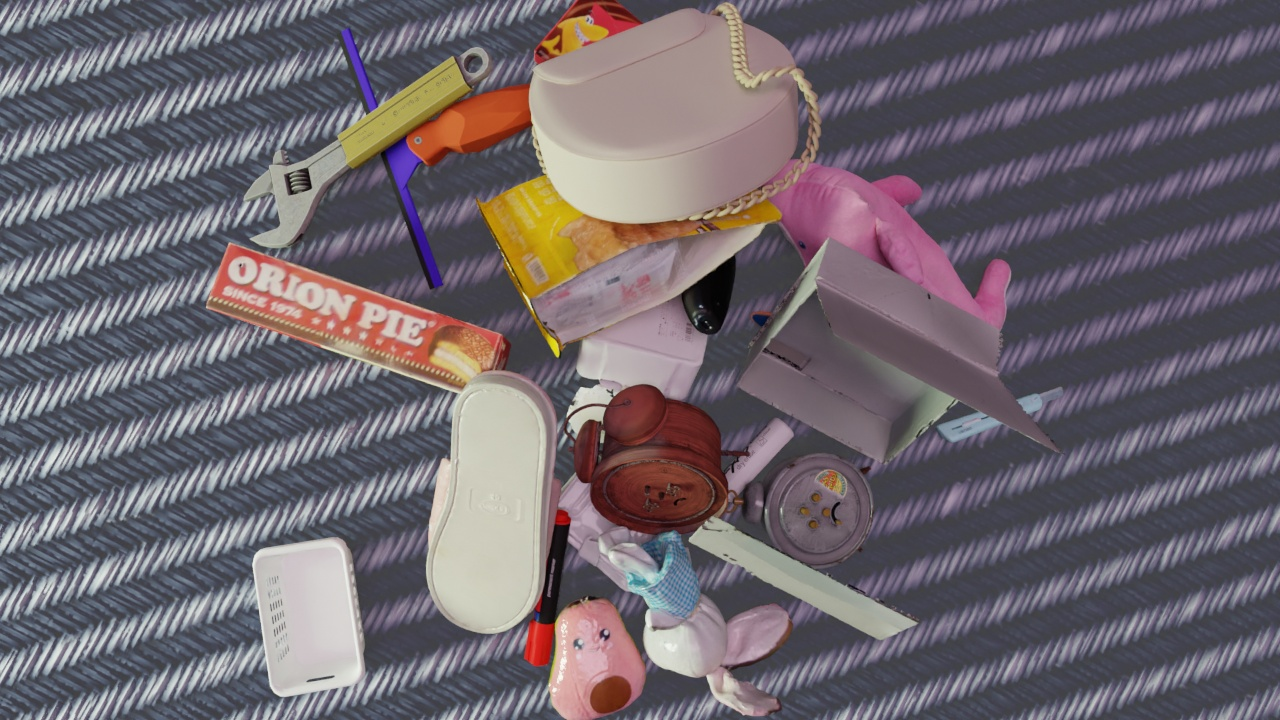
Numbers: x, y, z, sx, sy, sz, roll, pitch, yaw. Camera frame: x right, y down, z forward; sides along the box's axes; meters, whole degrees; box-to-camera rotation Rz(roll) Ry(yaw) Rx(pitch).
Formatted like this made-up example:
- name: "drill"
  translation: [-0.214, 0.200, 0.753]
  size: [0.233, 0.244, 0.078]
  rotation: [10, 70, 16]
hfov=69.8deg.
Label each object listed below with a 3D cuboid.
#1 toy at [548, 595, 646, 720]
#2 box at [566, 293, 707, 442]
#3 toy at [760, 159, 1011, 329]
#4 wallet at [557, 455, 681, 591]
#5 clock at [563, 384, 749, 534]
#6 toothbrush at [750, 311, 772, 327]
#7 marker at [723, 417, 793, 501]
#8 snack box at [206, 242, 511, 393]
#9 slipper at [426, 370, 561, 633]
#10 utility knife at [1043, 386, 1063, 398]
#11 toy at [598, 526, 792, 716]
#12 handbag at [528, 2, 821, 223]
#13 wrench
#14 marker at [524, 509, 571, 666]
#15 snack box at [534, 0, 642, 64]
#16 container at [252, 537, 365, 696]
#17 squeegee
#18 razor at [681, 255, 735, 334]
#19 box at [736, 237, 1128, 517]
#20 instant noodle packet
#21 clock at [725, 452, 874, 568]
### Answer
- name: "toy"
  translation: [-0.044, 0.267, 0.828]
  size: [0.090, 0.051, 0.110]
  rotation: [-15, 89, -5]
- name: "box"
  translation: [-0.007, 0.014, 0.833]
  size: [0.109, 0.137, 0.123]
  rotation: [13, 47, -3]
- name: "toy"
  translation: [0.222, -0.090, 0.816]
  size: [0.265, 0.128, 0.186]
  rotation: [37, 83, -7]
- name: "wallet"
  translation: [-0.026, 0.149, 0.842]
  size: [0.116, 0.032, 0.086]
  rotation: [36, 86, -3]
- name: "clock"
  translation: [0.006, 0.084, 0.791]
  size: [0.157, 0.121, 0.072]
  rotation: [28, 44, -23]
- name: "toothbrush"
  translation: [0.169, -0.024, 0.864]
  size: [0.135, 0.017, 0.022]
  rotation: [14, 128, -4]
- name: "marker"
  translation: [0.092, 0.106, 0.853]
  size: [0.025, 0.025, 0.126]
  rotation: [44, 87, -2]
- name: "snack box"
  translation: [-0.233, -0.029, 0.793]
  size: [0.236, 0.113, 0.060]
  rotation: [19, 86, -3]
- name: "slipper"
  translation: [-0.123, 0.124, 0.783]
  size: [0.114, 0.054, 0.275]
  rotation: [17, 120, 4]
- name: "utility knife"
  translation: [0.345, 0.051, 0.876]
  size: [0.129, 0.015, 0.022]
  rotation: [-19, 58, -5]
- name: "toy"
  translation: [0.030, 0.227, 0.805]
  size: [0.106, 0.130, 0.205]
  rotation: [-38, 107, 28]
- name: "handbag"
  translation: [0.018, -0.208, 0.746]
  size: [0.210, 0.103, 0.208]
  rotation: [-25, 47, -12]
- name: "wrench"
  translation: [-0.243, -0.191, 0.813]
  size: [0.274, 0.018, 0.083]
  rotation: [-29, 80, 11]
- name: "marker"
  translation: [-0.084, 0.205, 0.827]
  size: [0.023, 0.021, 0.145]
  rotation: [13, 102, 19]
- name: "snack box"
  translation: [-0.021, -0.275, 0.856]
  size: [0.133, 0.021, 0.089]
  rotation: [39, 86, -2]
- name: "container"
  translation: [-0.288, 0.223, 0.815]
  size: [0.080, 0.049, 0.129]
  rotation: [-9, 89, -4]
- name: "squeegee"
  translation: [-0.148, -0.214, 0.830]
  size: [0.185, 0.055, 0.249]
  rotation: [-20, 90, -3]
- name: "razor"
  translation: [0.050, -0.073, 0.802]
  size: [0.064, 0.140, 0.053]
  rotation: [-27, 124, 26]
- name: "box"
  translation: [0.194, 0.001, 0.689]
  size: [0.167, 0.369, 0.150]
  rotation: [27, 89, -2]
- name: "instant noodle packet"
  translation: [-0.011, -0.116, 0.787]
  size: [0.221, 0.163, 0.084]
  rotation: [-25, 132, -7]
- name: "clock"
  translation: [0.144, 0.133, 0.835]
  size: [0.147, 0.056, 0.104]
  rotation: [6, 91, -11]
